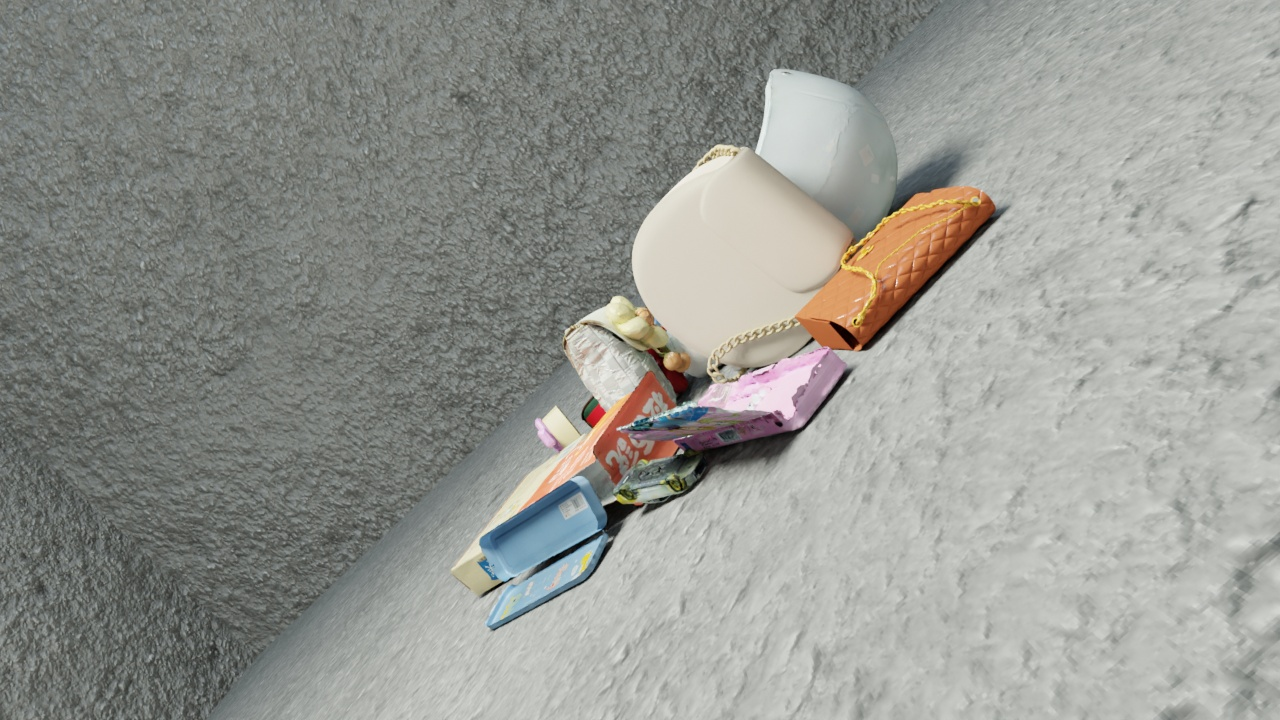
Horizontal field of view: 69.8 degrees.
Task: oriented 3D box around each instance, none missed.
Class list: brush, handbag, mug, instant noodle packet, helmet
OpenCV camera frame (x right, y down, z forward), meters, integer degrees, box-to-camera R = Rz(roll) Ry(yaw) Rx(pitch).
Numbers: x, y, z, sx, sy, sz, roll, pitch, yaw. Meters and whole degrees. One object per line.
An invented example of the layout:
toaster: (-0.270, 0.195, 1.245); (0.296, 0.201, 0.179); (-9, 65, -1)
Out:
brush: (-0.118, 0.110, 1.364); (0.043, 0.089, 0.229); (-40, -5, -5)
handbag: (-0.026, 0.045, 1.476); (0.166, 0.063, 0.138); (-47, -2, -17)
handbag: (-0.007, 0.007, 1.147); (0.123, 0.171, 0.112); (-34, 3, 17)
mug: (0.095, -0.039, 1.177); (0.106, 0.082, 0.082); (-40, 8, 33)
instant noodle packet: (-0.066, 0.123, 1.060); (0.222, 0.084, 0.163); (-31, 15, 38)
handbag: (0.100, -0.097, 0.959); (0.209, 0.210, 0.103); (-51, 1, 38)
helmet: (0.217, -0.207, 1.078); (0.264, 0.164, 0.236); (27, -99, -71)
handbag: (0.228, -0.088, 0.838); (0.172, 0.060, 0.109); (-45, 11, -5)

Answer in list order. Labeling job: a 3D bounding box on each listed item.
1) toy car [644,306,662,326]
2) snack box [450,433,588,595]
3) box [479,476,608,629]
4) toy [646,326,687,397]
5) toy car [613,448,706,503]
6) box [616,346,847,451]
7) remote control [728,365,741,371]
toy car: (0.023, -0.020, 1.354); (0.055, 0.056, 0.153); (1, 72, 29)
snack box: (-0.143, 0.203, 1.215); (0.154, 0.055, 0.206); (-37, 11, 40)
box: (-0.105, 0.211, 0.985); (0.210, 0.049, 0.120); (-37, 51, 42)
toy: (0.004, 0.011, 1.270); (0.096, 0.124, 0.132); (-8, -19, -21)
toy car: (0.021, 0.117, 0.898); (0.106, 0.033, 0.047); (-20, 20, 40)
box: (0.074, 0.054, 0.850); (0.158, 0.066, 0.231); (-21, -2, -24)
remote control: (0.164, -0.043, 1.071); (0.151, 0.019, 0.074); (-41, 8, 21)
